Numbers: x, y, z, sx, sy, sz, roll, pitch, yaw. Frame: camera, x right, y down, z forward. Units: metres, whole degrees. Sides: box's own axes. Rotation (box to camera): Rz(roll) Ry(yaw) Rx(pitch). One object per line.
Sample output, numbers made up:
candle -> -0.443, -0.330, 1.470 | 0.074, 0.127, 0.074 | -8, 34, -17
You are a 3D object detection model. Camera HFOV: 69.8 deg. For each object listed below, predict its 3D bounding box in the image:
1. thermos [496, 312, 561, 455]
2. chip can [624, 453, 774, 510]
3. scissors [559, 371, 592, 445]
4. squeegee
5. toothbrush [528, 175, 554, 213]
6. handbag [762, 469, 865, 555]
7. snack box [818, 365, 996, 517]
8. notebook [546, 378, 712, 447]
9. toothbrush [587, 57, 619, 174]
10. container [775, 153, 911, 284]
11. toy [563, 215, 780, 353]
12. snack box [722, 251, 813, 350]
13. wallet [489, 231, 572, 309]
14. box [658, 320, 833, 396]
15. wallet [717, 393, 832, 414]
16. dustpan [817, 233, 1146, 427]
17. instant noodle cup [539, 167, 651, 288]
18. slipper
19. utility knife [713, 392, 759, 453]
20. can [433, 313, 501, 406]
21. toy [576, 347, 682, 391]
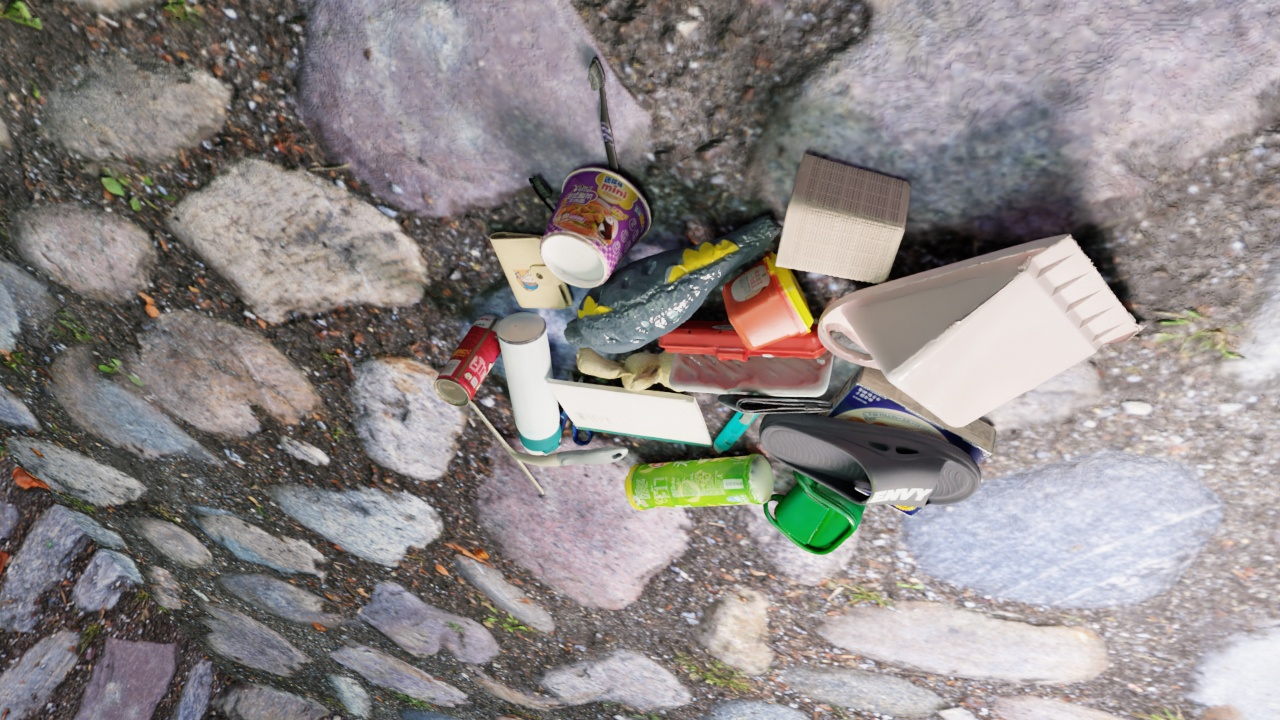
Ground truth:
thermos -> -0.154, 0.039, 1.292 | 0.073, 0.073, 0.225 | 11, 132, 17
chip can -> 0.085, 0.177, 1.327 | 0.222, 0.072, 0.072 | -9, 129, 35
scissors -> -0.092, 0.075, 1.355 | 0.128, 0.012, 0.174 | 38, 141, -16
squeegee -> -0.128, 0.148, 1.419 | 0.247, 0.039, 0.246 | -2, 136, 33
toothbrush -> -0.073, -0.148, 1.102 | 0.016, 0.014, 0.189 | -30, 119, 17
handbag -> 0.245, 0.202, 1.281 | 0.120, 0.067, 0.132 | 33, 142, 3
snack box -> 0.312, 0.103, 1.146 | 0.178, 0.045, 0.183 | 27, 140, -1
notebook -> -0.012, 0.075, 1.274 | 0.209, 0.012, 0.150 | 6, 153, 18
toothbrush -> -0.035, -0.236, 0.983 | 0.014, 0.016, 0.189 | 15, 141, 22
container -> 0.202, -0.138, 0.910 | 0.111, 0.089, 0.090 | 14, 139, 9
toy -> 0.001, -0.069, 1.064 | 0.358, 0.137, 0.091 | -26, 97, 44
snack box -> 0.136, -0.064, 1.006 | 0.080, 0.091, 0.082 | -26, 120, 14
wallet -> -0.136, -0.112, 1.167 | 0.087, 0.024, 0.115 | 3, 134, 24
box -> 0.127, 0.001, 1.095 | 0.202, 0.094, 0.092 | 2, 103, 27
wallet -> 0.163, 0.051, 1.118 | 0.121, 0.019, 0.097 | 1, -177, -7
dustpan -> 0.326, -0.046, 0.941 | 0.274, 0.138, 0.222 | -37, 137, 21
instant noodle cup -> -0.055, -0.143, 1.025 | 0.111, 0.099, 0.112 | 16, 143, 13
slipper -> 0.266, 0.136, 1.107 | 0.268, 0.083, 0.111 | 14, 140, 18
utility knife -> 0.136, 0.087, 1.247 | 0.029, 0.013, 0.162 | 29, 141, -1
can -> -0.227, -0.002, 1.249 | 0.053, 0.132, 0.053 | 15, 139, 13
toy -> -0.007, 0.007, 1.189 | 0.157, 0.105, 0.066 | 7, 94, 4
